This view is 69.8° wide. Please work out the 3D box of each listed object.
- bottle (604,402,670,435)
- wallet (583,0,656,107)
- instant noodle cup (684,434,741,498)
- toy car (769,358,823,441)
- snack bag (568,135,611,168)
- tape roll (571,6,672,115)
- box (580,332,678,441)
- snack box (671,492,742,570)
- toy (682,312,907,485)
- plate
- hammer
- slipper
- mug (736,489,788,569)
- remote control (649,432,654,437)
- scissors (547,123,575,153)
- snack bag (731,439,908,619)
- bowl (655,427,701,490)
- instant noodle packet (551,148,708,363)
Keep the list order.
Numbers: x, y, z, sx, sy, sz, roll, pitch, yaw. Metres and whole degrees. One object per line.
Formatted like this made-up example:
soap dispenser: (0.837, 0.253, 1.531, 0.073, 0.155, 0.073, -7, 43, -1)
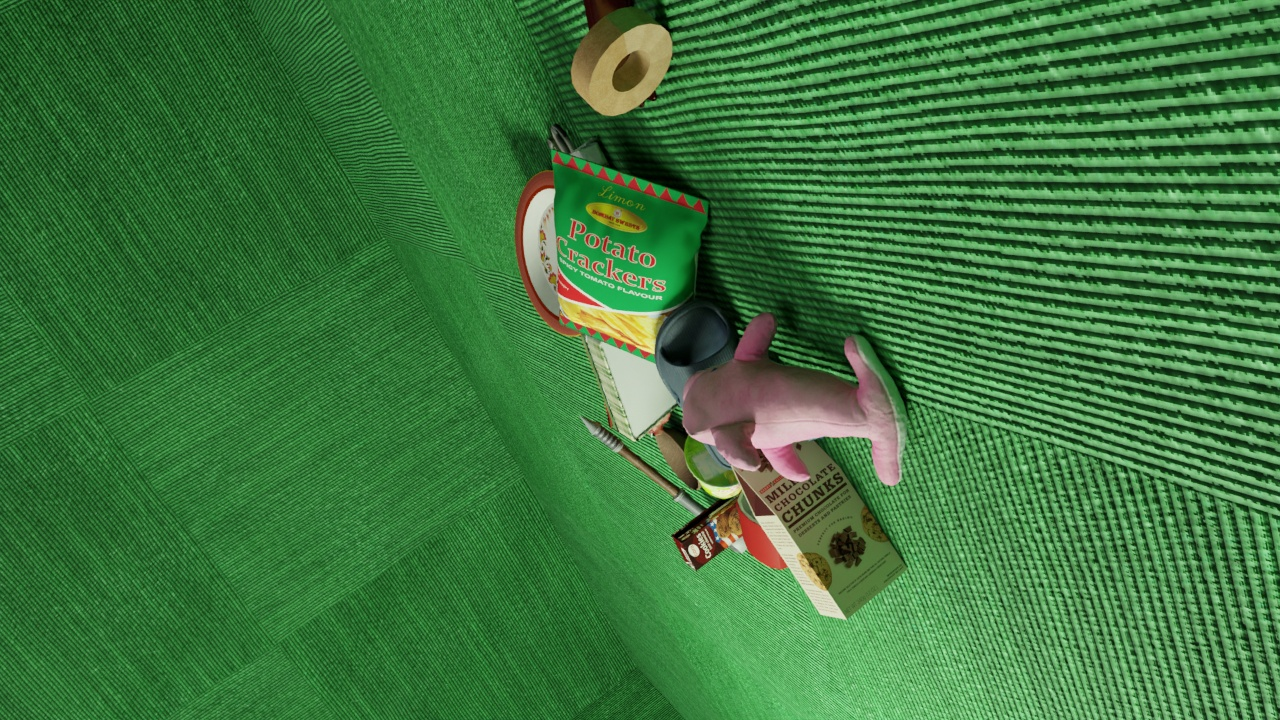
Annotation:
bottle: (-0.010, 0.069, 1.408, 0.111, 0.099, 0.099, 54, 165, 40)
wallet: (-0.025, -0.314, 0.903, 0.091, 0.018, 0.116, 39, 154, 45)
instant noodle cup: (0.111, 0.138, 1.233, 0.099, 0.099, 0.108, 49, 170, 23)
toy car: (0.162, 0.048, 1.023, 0.107, 0.027, 0.060, 50, 162, 20)
snack bag: (-0.025, -0.163, 1.136, 0.225, 0.041, 0.077, 59, 165, -13)
tape roll: (-0.016, -0.268, 0.827, 0.027, 0.093, 0.094, 49, 162, 23)
box: (-0.007, 0.007, 1.264, 0.050, 0.117, 0.206, 31, 152, 41)
snack box: (0.116, 0.229, 1.286, 0.032, 0.140, 0.051, 24, 144, 61)
toy: (0.129, 0.056, 0.906, 0.266, 0.127, 0.187, 1, 115, 44)
plate: (-0.107, -0.147, 1.269, 0.230, 0.021, 0.230, 25, 122, 47)
hammer: (0.031, 0.188, 1.441, 0.322, 0.043, 0.156, 39, 165, -9)
slipper: (0.094, 0.050, 1.072, 0.264, 0.101, 0.082, 64, 180, -37)
mug: (0.185, 0.216, 1.184, 0.116, 0.080, 0.097, 34, 153, 37)
remote control: (0.002, 0.079, 1.496, 0.124, 0.011, 0.028, -122, 22, -55)
scissors: (-0.074, -0.231, 1.197, 0.133, 0.012, 0.169, 32, 153, 58)
snack bag: (0.198, 0.179, 1.051, 0.206, 0.094, 0.070, 56, 163, 1)
bowl: (0.069, 0.151, 1.462, 0.118, 0.030, 0.118, 50, 162, 23)
instant noodle packet: (-0.018, -0.105, 1.060, 0.196, 0.090, 0.253, 23, 137, 21)
